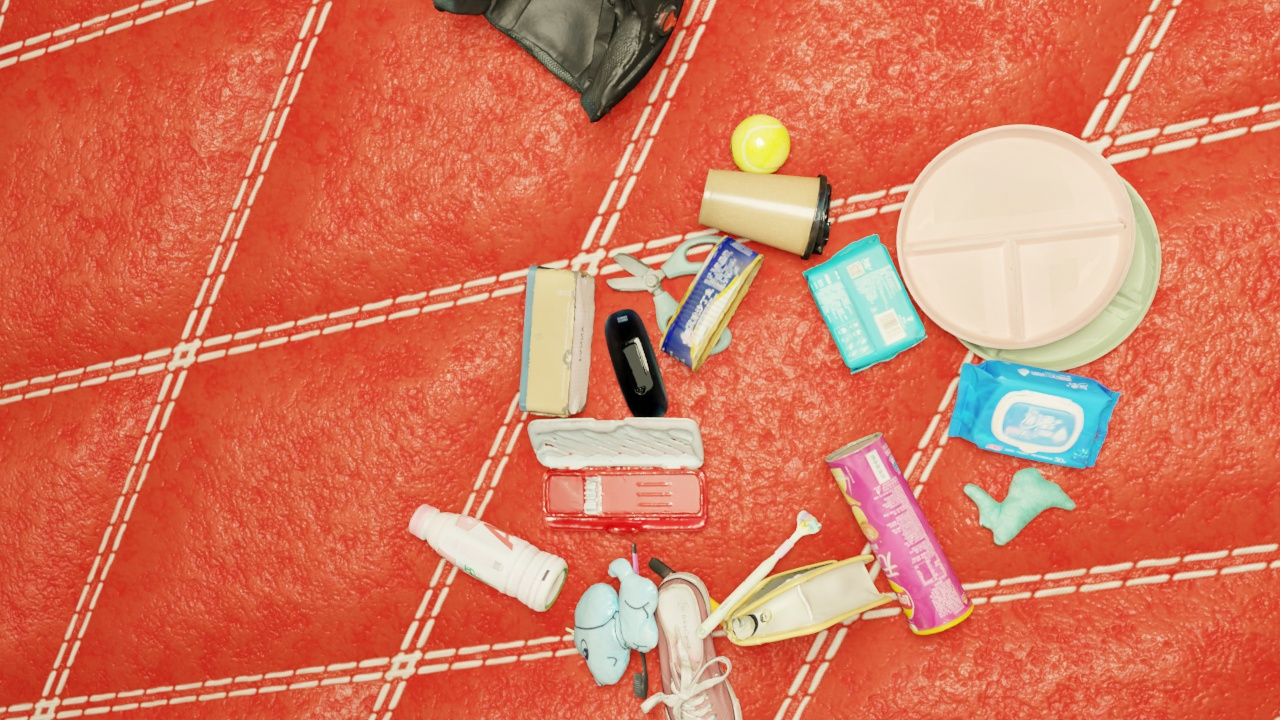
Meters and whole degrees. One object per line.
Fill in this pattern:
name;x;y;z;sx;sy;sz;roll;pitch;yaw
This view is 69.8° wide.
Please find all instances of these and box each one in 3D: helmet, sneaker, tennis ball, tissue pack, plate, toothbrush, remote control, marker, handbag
helmet;-0.064;-0.399;0.942;0.233;0.275;0.229;35;72;-3
sneaker;0.057;0.366;1.040;0.118;0.087;0.241;-9;96;18
tennis ball;0.132;-0.236;1.008;0.065;0.065;0.065;1;93;12
tissue pack;0.408;0.056;0.961;0.157;0.052;0.095;12;116;11
plate;0.384;-0.127;0.951;0.230;0.028;0.229;1;94;13
toothbrush;0.129;0.239;1.017;0.189;0.020;0.029;-41;66;-16
remote control;-0.006;0.006;1.072;0.053;0.024;0.136;-18;89;12
toothbrush;-0.005;0.311;1.096;0.018;0.014;0.189;-3;92;24
marker;0.061;0.273;1.079;0.124;0.015;0.018;36;104;11
handbag;0.156;0.261;0.984;0.179;0.163;0.063;-31;69;40
plate;0.424;-0.102;0.973;0.230;0.027;0.230;1;93;12
tissue pack;0.243;-0.062;1.002;0.093;0.050;0.133;-25;87;14

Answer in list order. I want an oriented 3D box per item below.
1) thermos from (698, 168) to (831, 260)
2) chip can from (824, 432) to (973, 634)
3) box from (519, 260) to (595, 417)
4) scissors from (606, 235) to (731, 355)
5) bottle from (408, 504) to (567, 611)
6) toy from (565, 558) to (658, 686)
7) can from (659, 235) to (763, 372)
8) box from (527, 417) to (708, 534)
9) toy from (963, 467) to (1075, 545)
thermos;0.138;-0.163;0.991;0.143;0.093;0.093;11;95;4
chip can;0.280;0.186;0.998;0.071;0.071;0.210;-28;87;12
box;-0.094;-0.029;1.058;0.063;0.089;0.184;3;91;13
scissors;0.051;-0.097;1.058;0.177;0.019;0.172;37;101;9
bottle;-0.187;0.231;1.104;0.197;0.068;0.068;24;98;13
toy;-0.034;0.306;1.063;0.157;0.049;0.161;-1;93;49
can;0.077;-0.062;1.008;0.049;0.074;0.148;31;98;11
box;-0.024;0.129;1.066;0.201;0.063;0.160;-2;112;13
toy;0.402;0.154;0.991;0.096;0.030;0.092;42;98;13
